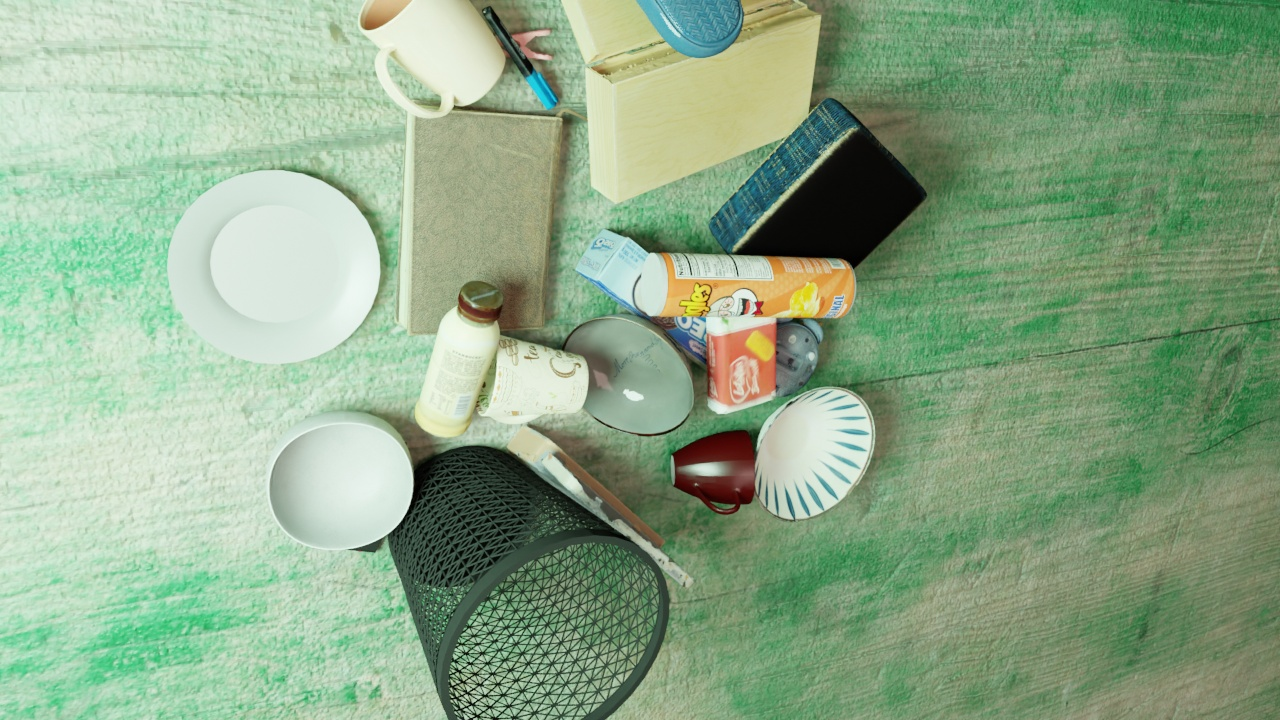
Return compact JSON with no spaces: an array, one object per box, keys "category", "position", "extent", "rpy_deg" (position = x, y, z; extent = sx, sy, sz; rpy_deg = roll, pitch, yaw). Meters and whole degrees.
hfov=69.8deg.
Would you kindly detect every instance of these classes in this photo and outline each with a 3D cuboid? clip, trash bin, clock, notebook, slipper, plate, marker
[{"category":"clip","position":[-0.108,-0.283,0.837],"extent":[0.057,0.022,0.035],"rpy_deg":[-10,117,-18]},{"category":"trash bin","position":[-0.129,0.205,0.882],"extent":[0.216,0.243,0.217],"rpy_deg":[-13,117,-28]},{"category":"clock","position":[0.165,-0.018,1.069],"extent":[0.088,0.052,0.124],"rpy_deg":[26,96,-32]},{"category":"notebook","position":[-0.133,-0.133,0.875],"extent":[0.189,0.034,0.216],"rpy_deg":[-4,112,-27]},{"category":"slipper","position":[0.007,-0.342,0.766],"extent":[0.103,0.059,0.213],"rpy_deg":[-29,87,-19]},{"category":"plate","position":[-0.320,-0.082,0.807],"extent":[0.172,0.019,0.173],"rpy_deg":[-10,114,-24]},{"category":"marker","position":[-0.106,-0.268,0.819],"extent":[0.015,0.018,0.123],"rpy_deg":[-20,148,14]}]

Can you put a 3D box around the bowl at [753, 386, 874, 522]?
[{"category":"bowl","position":[0.194,0.103,1.123],"extent":[0.177,0.071,0.177],"rpy_deg":[-10,114,-23]}]

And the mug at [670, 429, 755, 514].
[{"category":"mug","position":[0.082,0.135,1.060],"extent":[0.088,0.113,0.087],"rpy_deg":[-2,129,-5]}]

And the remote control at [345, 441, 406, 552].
[{"category":"remote control","position":[-0.267,0.139,0.930],"extent":[0.039,0.010,0.125],"rpy_deg":[13,103,-31]}]

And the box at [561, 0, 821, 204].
[{"category":"box","position":[0.048,-0.306,0.860],"extent":[0.246,0.097,0.261],"rpy_deg":[-27,115,-26]}]

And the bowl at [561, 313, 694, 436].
[{"category":"bowl","position":[-0.006,0.006,0.963],"extent":[0.056,0.151,0.151],"rpy_deg":[-59,137,-49]}]

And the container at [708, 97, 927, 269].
[{"category":"container","position":[0.188,-0.159,0.975],"extent":[0.145,0.071,0.188],"rpy_deg":[30,113,-37]}]

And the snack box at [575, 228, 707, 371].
[{"category":"snack box","position":[0.034,-0.054,0.983],"extent":[0.226,0.059,0.059],"rpy_deg":[37,86,-34]}]

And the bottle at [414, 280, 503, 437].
[{"category":"bottle","position":[-0.169,-0.001,0.864],"extent":[0.056,0.056,0.162],"rpy_deg":[3,131,-29]}]

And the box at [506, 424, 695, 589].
[{"category":"box","position":[-0.037,0.156,0.976],"extent":[0.042,0.149,0.216],"rpy_deg":[-54,125,-15]}]

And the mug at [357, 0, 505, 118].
[{"category":"mug","position":[-0.174,-0.258,0.766],"extent":[0.104,0.085,0.111],"rpy_deg":[39,64,-44]}]

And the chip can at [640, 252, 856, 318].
[{"category":"chip can","position":[0.110,-0.075,0.925],"extent":[0.210,0.062,0.062],"rpy_deg":[0,110,-19]}]

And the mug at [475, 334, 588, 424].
[{"category":"mug","position":[-0.115,0.032,0.927],"extent":[0.097,0.081,0.122],"rpy_deg":[7,139,-24]}]

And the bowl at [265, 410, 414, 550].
[{"category":"bowl","position":[-0.285,0.108,0.872],"extent":[0.131,0.064,0.132],"rpy_deg":[-6,109,-18]}]

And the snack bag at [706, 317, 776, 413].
[{"category":"snack bag","position":[0.109,-0.005,0.986],"extent":[0.076,0.036,0.116],"rpy_deg":[-14,115,-25]}]
